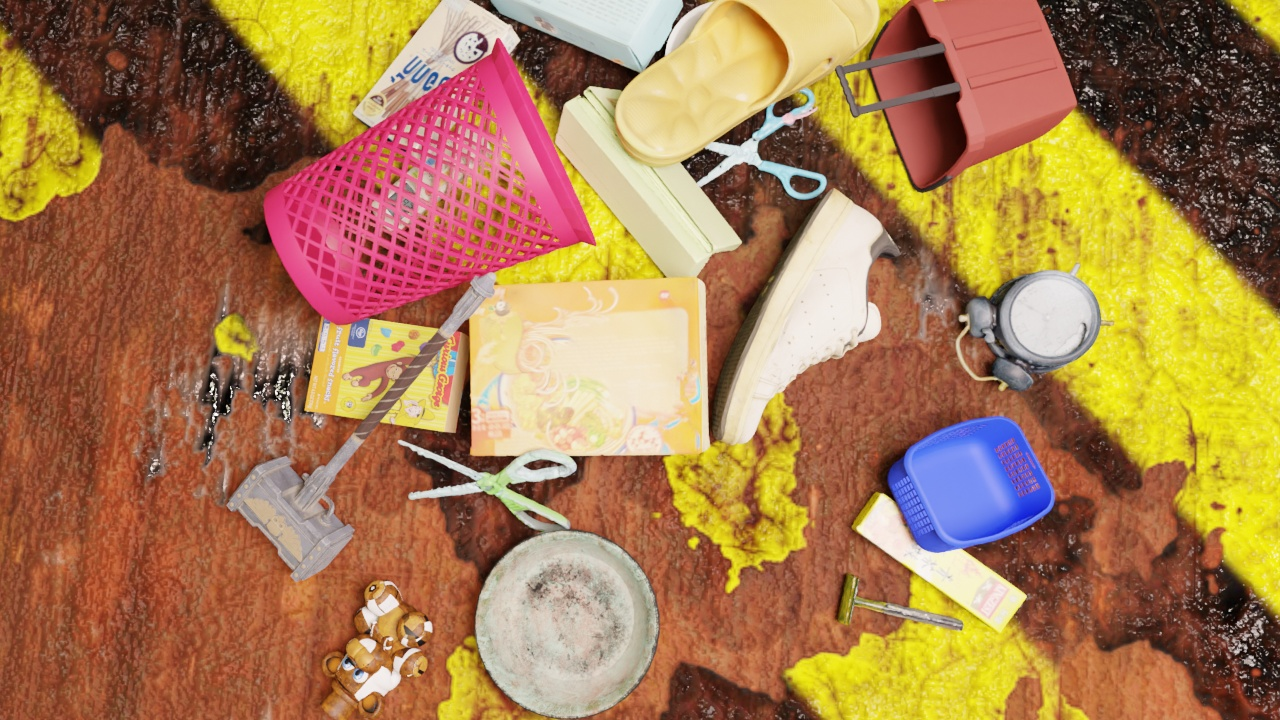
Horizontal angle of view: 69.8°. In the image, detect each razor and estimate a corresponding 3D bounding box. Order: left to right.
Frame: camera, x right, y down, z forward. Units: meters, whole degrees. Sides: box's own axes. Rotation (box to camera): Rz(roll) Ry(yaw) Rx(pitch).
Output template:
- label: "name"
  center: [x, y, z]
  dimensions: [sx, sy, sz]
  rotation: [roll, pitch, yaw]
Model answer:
- label: "razor"
  center: [0.225, 0.216, 0.790]
  dimensions: [0.106, 0.026, 0.042]
  rotation: [13, 83, 0]

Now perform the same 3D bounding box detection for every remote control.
- label: "remote control"
  center: [-0.193, -0.169, 0.851]
  dimensions: [0.125, 0.018, 0.038]
  rotation: [-41, 84, -1]

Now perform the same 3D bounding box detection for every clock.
- label: "clock"
  center: [0.334, -0.027, 0.794]
  dimensions: [0.129, 0.052, 0.090]
  rotation: [-29, 84, 4]

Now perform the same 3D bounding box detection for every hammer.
- label: "hammer"
  center: [-0.220, 0.045, 0.766]
  dimensions: [0.098, 0.044, 0.323]
  rotation: [45, 108, 6]

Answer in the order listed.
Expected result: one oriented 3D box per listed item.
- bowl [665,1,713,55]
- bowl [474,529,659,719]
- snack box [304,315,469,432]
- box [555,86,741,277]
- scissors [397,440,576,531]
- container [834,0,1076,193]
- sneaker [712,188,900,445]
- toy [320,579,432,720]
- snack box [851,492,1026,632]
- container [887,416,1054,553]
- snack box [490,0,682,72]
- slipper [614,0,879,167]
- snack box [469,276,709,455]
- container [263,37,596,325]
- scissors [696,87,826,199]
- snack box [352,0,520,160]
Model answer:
- label: "bowl"
  center: [0.077, -0.265, 0.834]
  dimensions: [0.110, 0.040, 0.110]
  rotation: [0, 83, 0]
- label: "bowl"
  center: [-0.062, 0.225, 0.795]
  dimensions: [0.157, 0.038, 0.157]
  rotation: [0, 84, 3]
- label: "snack box"
  center: [-0.225, 0.012, 0.823]
  dimensions: [0.126, 0.040, 0.088]
  rotation: [8, 85, 4]
- label: "box"
  center: [0.003, -0.157, 0.813]
  dimensions: [0.089, 0.078, 0.188]
  rotation: [-36, 83, -2]
- label: "scissors"
  center: [-0.124, 0.101, 0.775]
  dimensions: [0.171, 0.169, 0.023]
  rotation: [30, 50, -24]
- label: "container"
  center: [0.243, -0.225, 0.779]
  dimensions: [0.200, 0.127, 0.148]
  rotation: [-17, 83, -9]
- label: "sneaker"
  center: [0.147, -0.025, 0.791]
  dimensions: [0.102, 0.089, 0.241]
  rotation: [28, 82, -3]
- label: "toy"
  center: [-0.229, 0.256, 0.789]
  dimensions: [0.087, 0.067, 0.112]
  rotation: [32, 73, 30]
- label: "snack box"
  center: [0.254, 0.172, 0.788]
  dimensions: [0.148, 0.029, 0.040]
  rotation: [36, 88, 6]
- label: "container"
  center: [0.269, 0.106, 0.763]
  dimensions: [0.114, 0.058, 0.096]
  rotation: [-16, 71, -17]
- label: "snack box"
  center: [-0.055, -0.329, 0.824]
  dimensions: [0.175, 0.053, 0.075]
  rotation: [29, 85, 21]
- label: "slipper"
  center: [0.091, -0.262, 0.771]
  dimensions: [0.263, 0.078, 0.099]
  rotation: [-37, 81, -8]
- label: "snack box"
  center: [-0.041, 0.008, 0.782]
  dimensions: [0.195, 0.080, 0.145]
  rotation: [-1, 88, 11]
- label: "container"
  center: [-0.178, -0.133, 0.767]
  dimensions: [0.226, 0.183, 0.183]
  rotation: [-25, 84, 3]
- label: "scissors"
  center: [0.118, -0.185, 0.842]
  dimensions: [0.136, 0.015, 0.125]
  rotation: [-36, 82, 5]
- label: "snack box"
  center: [-0.188, -0.262, 0.848]
  dimensions: [0.082, 0.026, 0.150]
  rotation: [37, 88, 19]
